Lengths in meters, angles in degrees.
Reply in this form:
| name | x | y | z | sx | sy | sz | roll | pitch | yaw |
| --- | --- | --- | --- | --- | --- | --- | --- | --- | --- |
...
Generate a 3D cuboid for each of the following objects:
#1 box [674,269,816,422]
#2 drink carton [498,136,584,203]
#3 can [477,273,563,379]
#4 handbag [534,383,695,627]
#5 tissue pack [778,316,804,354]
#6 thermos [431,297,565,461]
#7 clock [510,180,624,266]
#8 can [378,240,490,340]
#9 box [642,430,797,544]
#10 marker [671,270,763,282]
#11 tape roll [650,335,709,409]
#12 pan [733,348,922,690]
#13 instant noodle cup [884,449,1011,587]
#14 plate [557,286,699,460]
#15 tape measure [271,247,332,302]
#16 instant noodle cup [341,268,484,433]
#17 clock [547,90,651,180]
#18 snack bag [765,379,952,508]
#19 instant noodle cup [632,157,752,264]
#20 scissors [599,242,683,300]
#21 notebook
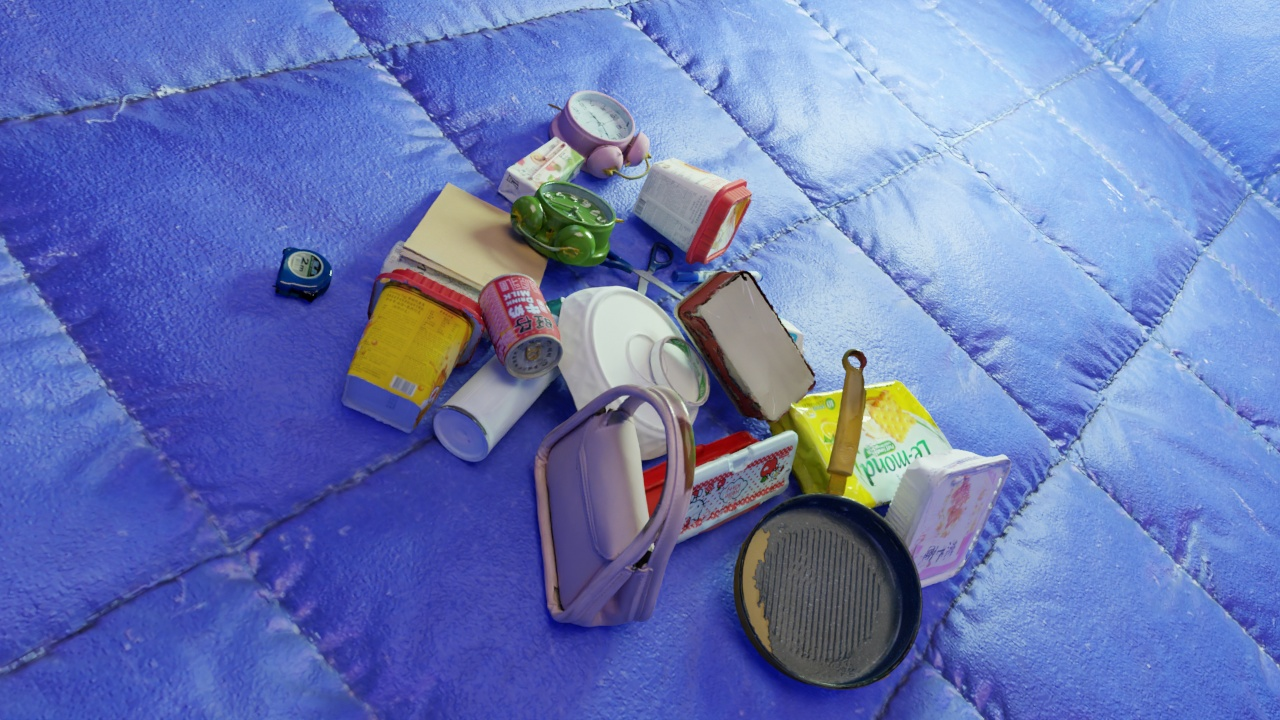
| name | x | y | z | sx | sy | sz | roll | pitch | yaw |
| --- | --- | --- | --- | --- | --- | --- | --- | --- | --- |
| box | 0.123 | -0.015 | 1.045 | 0.091 | 0.077 | 0.168 | -40 | 107 | -16 |
| drink carton | -0.127 | -0.244 | 1.192 | 0.053 | 0.046 | 0.122 | 38 | 45 | 3 |
| can | -0.120 | -0.034 | 0.921 | 0.066 | 0.067 | 0.093 | 0 | 44 | -30 |
| handbag | -0.016 | 0.117 | 0.832 | 0.093 | 0.235 | 0.193 | 5 | 53 | -25 |
| tissue pack | 0.128 | -0.032 | 1.143 | 0.140 | 0.063 | 0.090 | 13 | 16 | -22 |
| thermos | -0.126 | 0.014 | 0.973 | 0.073 | 0.073 | 0.223 | 37 | 45 | 2 |
| clock | -0.093 | -0.164 | 1.109 | 0.116 | 0.056 | 0.160 | 31 | 32 | 8 |
| can | -0.209 | -0.074 | 0.999 | 0.146 | 0.058 | 0.058 | 26 | 46 | -10 |
| box | 0.087 | 0.124 | 0.984 | 0.200 | 0.098 | 0.095 | -17 | 66 | -39 |
| marker | 0.106 | -0.113 | 1.243 | 0.145 | 0.017 | 0.017 | -3 | 57 | -32 |
| tape roll | 0.045 | 0.013 | 1.020 | 0.085 | 0.014 | 0.085 | 30 | 46 | -37 |
| pan | 0.207 | 0.160 | 0.968 | 0.197 | 0.078 | 0.356 | 12 | 65 | -7 |
| instant noodle cup | 0.338 | 0.176 | 1.054 | 0.137 | 0.174 | 0.060 | -6 | 33 | -34 |
| plate | -0.006 | 0.006 | 1.014 | 0.204 | 0.046 | 0.204 | 29 | 47 | -36 |
| tape measure | -0.350 | -0.088 | 0.952 | 0.054 | 0.025 | 0.058 | 15 | 53 | -22 |
| instant noodle cup | -0.229 | -0.006 | 0.903 | 0.116 | 0.116 | 0.123 | 25 | 58 | -9 |
| clock | -0.052 | -0.307 | 1.277 | 0.117 | 0.060 | 0.158 | -31 | 76 | -42 |
| snack bag | 0.275 | 0.111 | 1.123 | 0.246 | 0.068 | 0.158 | -7 | 58 | -33 |
| instant noodle cup | 0.067 | -0.206 | 1.228 | 0.124 | 0.117 | 0.116 | 32 | 29 | 13 |
| scissors | 0.004 | -0.115 | 1.166 | 0.174 | 0.012 | 0.161 | 31 | 36 | 14 |
| notebook | -0.178 | -0.134 | 1.053 | 0.149 | 0.012 | 0.211 | 26 | 27 | -11 |
